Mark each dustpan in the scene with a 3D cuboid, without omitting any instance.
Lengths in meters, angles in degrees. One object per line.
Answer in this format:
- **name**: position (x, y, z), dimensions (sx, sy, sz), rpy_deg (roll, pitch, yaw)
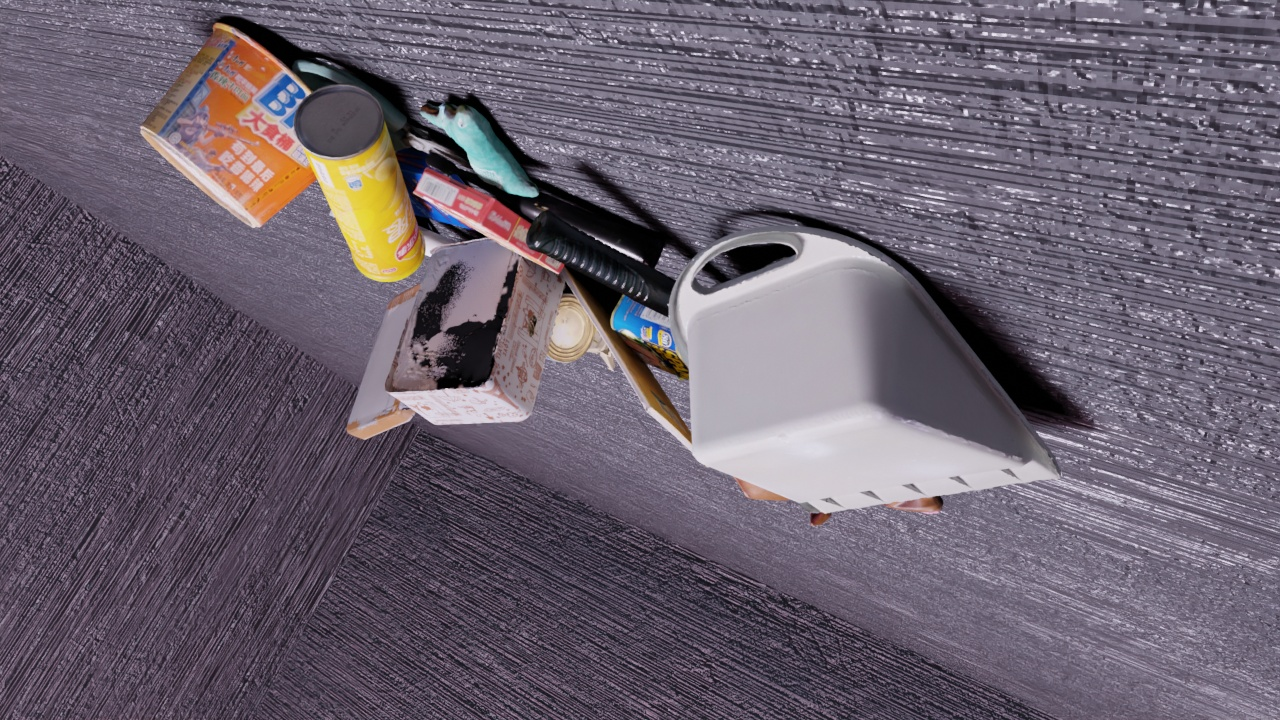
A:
- **dustpan**: position (0.146, 0.012, 0.686), dimensions (0.257, 0.142, 0.223), rpy_deg (20, 153, -41)

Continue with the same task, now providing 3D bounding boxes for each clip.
- **clip**: position (-0.052, -0.020, 1.047), dimensions (0.096, 0.035, 0.101), rpy_deg (29, 177, 18)

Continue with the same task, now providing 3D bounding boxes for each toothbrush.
- **toothbrush**: position (-0.219, -0.122, 0.979), dimensions (0.221, 0.026, 0.026), rpy_deg (22, -150, -22)
- **toothbrush**: position (-0.082, -0.126, 0.759), dimensions (0.213, 0.026, 0.027), rpy_deg (24, 177, 7)

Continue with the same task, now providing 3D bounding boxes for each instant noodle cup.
- **instant noodle cup**: position (-0.343, -0.195, 0.795), dimensions (0.151, 0.111, 0.151), rpy_deg (36, 167, 9)

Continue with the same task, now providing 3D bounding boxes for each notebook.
- **notebook**: position (-0.005, 0.005, 0.916), dimensions (0.206, 0.010, 0.146), rpy_deg (57, -174, 37)

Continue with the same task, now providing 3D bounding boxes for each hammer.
- **hammer**: position (0.042, -0.043, 0.749), dimensions (0.300, 0.032, 0.129), rpy_deg (25, 165, -29)

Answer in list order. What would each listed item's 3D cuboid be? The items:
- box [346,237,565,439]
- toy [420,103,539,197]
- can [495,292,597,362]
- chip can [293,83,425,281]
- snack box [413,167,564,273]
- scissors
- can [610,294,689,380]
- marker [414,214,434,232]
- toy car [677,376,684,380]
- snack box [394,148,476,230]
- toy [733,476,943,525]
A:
- **box**: position (-0.213, -0.019, 0.951), dimensions (0.261, 0.178, 0.103), rpy_deg (-4, 150, 30)
- **toy**: position (-0.128, -0.169, 0.713), dimensions (0.096, 0.030, 0.092), rpy_deg (27, 163, 32)
- **can**: position (-0.107, -0.040, 1.012), dimensions (0.075, 0.075, 0.111), rpy_deg (37, 166, -32)
- **chip can**: position (-0.240, -0.146, 0.804), dimensions (0.072, 0.072, 0.214), rpy_deg (26, 160, 7)
- **snack box**: position (-0.125, -0.119, 0.800), dimensions (0.075, 0.025, 0.152), rpy_deg (28, -179, 22)
- **scissors**: position (-0.214, -0.207, 0.759), dimensions (0.185, 0.019, 0.129), rpy_deg (20, 164, 22)
- **can**: position (0.030, -0.023, 0.872), dimensions (0.083, 0.057, 0.102), rpy_deg (21, 164, 32)
- **marker**: position (-0.242, -0.145, 1.008), dimensions (0.020, 0.022, 0.132), rpy_deg (30, 167, 18)
- **toy car**: position (0.035, -0.002, 0.981), dimensions (0.049, 0.031, 0.106), rpy_deg (31, 173, -4)
- **snack box**: position (-0.226, -0.171, 0.880), dimensions (0.157, 0.026, 0.084), rpy_deg (18, 161, 32)
- **toy**: position (0.178, 0.078, 0.838), dimensions (0.200, 0.130, 0.140), rpy_deg (-13, 100, 53)
